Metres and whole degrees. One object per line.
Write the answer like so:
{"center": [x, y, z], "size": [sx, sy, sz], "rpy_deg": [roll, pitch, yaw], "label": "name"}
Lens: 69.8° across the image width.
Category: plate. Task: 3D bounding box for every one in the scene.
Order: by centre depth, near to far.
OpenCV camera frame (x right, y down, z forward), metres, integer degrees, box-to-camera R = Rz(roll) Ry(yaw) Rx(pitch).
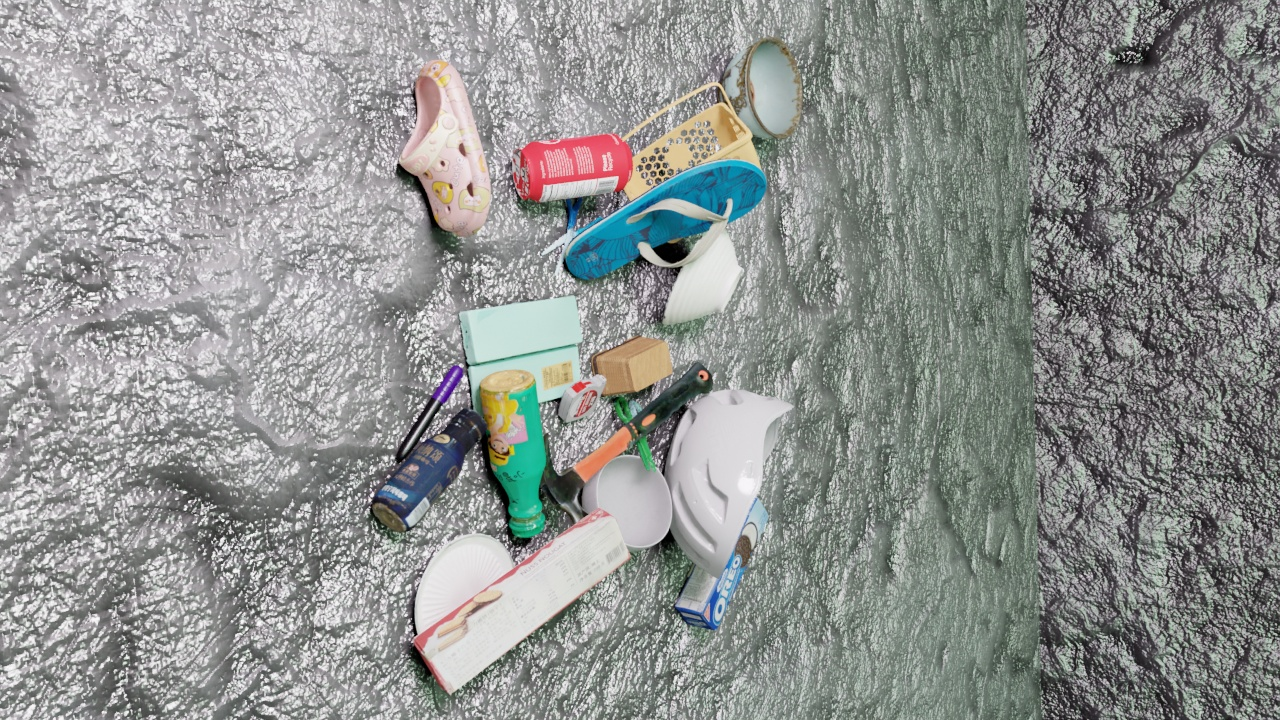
{"center": [-0.210, 0.287, 1.108], "size": [0.156, 0.014, 0.157], "rpy_deg": [-2, 92, -49], "label": "plate"}

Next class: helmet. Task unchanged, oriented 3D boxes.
{"center": [0.126, 0.179, 1.351], "size": [0.224, 0.184, 0.281], "rpy_deg": [88, 6, -63], "label": "helmet"}

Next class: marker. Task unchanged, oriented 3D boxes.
{"center": [-0.243, 0.060, 1.063], "size": [0.133, 0.015, 0.018], "rpy_deg": [-62, 141, -28], "label": "marker"}

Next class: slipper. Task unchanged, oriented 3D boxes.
{"center": [-0.227, -0.233, 1.024], "size": [0.081, 0.093, 0.197], "rpy_deg": [-17, 103, -37], "label": "slipper"}
{"center": [0.040, -0.180, 1.221], "size": [0.295, 0.060, 0.118], "rpy_deg": [-26, 137, -2], "label": "slipper"}

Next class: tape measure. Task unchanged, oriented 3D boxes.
{"center": [-0.080, 0.051, 1.230], "size": [0.062, 0.020, 0.060], "rpy_deg": [-18, 143, -46], "label": "tape measure"}

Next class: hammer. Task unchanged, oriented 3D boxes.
{"center": [-0.008, 0.096, 1.263], "size": [0.332, 0.033, 0.133], "rpy_deg": [-35, 85, -37], "label": "hammer"}

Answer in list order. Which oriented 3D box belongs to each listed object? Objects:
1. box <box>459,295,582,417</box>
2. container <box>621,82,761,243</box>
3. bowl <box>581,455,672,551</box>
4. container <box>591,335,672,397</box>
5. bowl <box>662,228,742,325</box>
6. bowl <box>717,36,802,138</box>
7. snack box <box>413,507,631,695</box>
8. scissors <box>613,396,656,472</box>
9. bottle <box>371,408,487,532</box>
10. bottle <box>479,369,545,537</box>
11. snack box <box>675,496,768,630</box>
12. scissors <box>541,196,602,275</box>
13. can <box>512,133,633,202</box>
{"center": [-0.146, -0.008, 1.171], "size": [0.186, 0.033, 0.136], "rpy_deg": [-15, 97, -48], "label": "box"}
{"center": [0.059, -0.279, 1.268], "size": [0.167, 0.183, 0.129], "rpy_deg": [52, 9, -41], "label": "container"}
{"center": [-0.026, 0.201, 1.273], "size": [0.131, 0.065, 0.131], "rpy_deg": [17, 61, -33], "label": "bowl"}
{"center": [-0.008, 0.008, 1.304], "size": [0.113, 0.061, 0.063], "rpy_deg": [-26, 110, -46], "label": "container"}
{"center": [0.103, -0.117, 1.351], "size": [0.177, 0.071, 0.177], "rpy_deg": [-61, 172, -15], "label": "bowl"}
{"center": [0.184, -0.436, 1.494], "size": [0.159, 0.094, 0.160], "rpy_deg": [-2, 92, -50], "label": "bowl"}
{"center": [-0.136, 0.282, 1.097], "size": [0.272, 0.044, 0.077], "rpy_deg": [-33, 123, -24], "label": "snack box"}
{"center": [0.001, 0.107, 1.305], "size": [0.070, 0.014, 0.130], "rpy_deg": [16, 43, -53], "label": "scissors"}
{"center": [-0.235, 0.121, 1.042], "size": [0.160, 0.056, 0.056], "rpy_deg": [-53, 128, -35], "label": "bottle"}
{"center": [-0.150, 0.118, 1.126], "size": [0.067, 0.068, 0.210], "rpy_deg": [-29, 122, -46], "label": "bottle"}
{"center": [0.134, 0.321, 1.483], "size": [0.225, 0.060, 0.059], "rpy_deg": [-57, 134, -32], "label": "snack box"}
{"center": [-0.099, -0.179, 1.234], "size": [0.133, 0.015, 0.104], "rpy_deg": [-42, 125, -36], "label": "scissors"}
{"center": [-0.085, -0.245, 1.166], "size": [0.142, 0.074, 0.074], "rpy_deg": [-13, 101, -25], "label": "can"}
